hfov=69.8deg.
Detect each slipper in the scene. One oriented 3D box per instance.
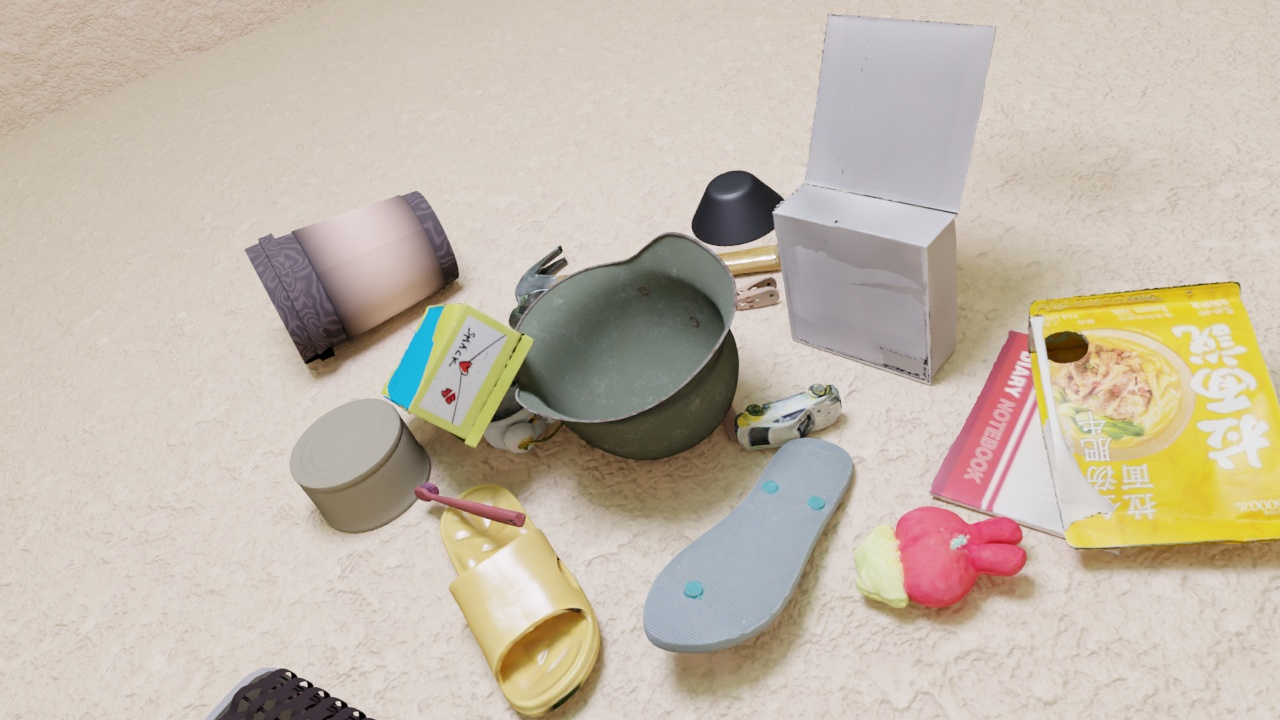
[{"bbox_3d":[-0.119,0.188,0.815,0.099,0.078,0.263,-30,39,-11],"label":"slipper"},{"bbox_3d":[0.105,0.163,0.778,0.098,0.055,0.267,19,43,34],"label":"slipper"}]

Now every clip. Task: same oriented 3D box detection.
[{"bbox_3d":[0.128,-0.069,1.034,0.061,0.025,0.045,-23,38,9],"label":"clip"}]

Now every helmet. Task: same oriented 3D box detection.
[{"bbox_3d":[-0.005,0.005,0.905,0.268,0.154,0.226,24,67,42],"label":"helmet"}]

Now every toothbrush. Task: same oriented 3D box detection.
[{"bbox_3d":[-0.163,0.135,0.867,0.016,0.016,0.190,-36,23,-34],"label":"toothbrush"}]

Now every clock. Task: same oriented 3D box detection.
[{"bbox_3d":[-0.131,0.056,0.980,0.118,0.057,0.083,21,55,38],"label":"clock"}]

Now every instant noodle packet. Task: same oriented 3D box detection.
[{"bbox_3d":[0.412,0.048,0.734,0.163,0.084,0.221,-5,50,18],"label":"instant noodle packet"}]

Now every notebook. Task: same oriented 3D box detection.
[{"bbox_3d":[0.363,0.061,0.799,0.153,0.012,0.208,16,54,33],"label":"notebook"}]

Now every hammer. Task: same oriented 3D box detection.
[{"bbox_3d":[0.005,-0.106,1.121,0.331,0.033,0.132,-6,42,16],"label":"hammer"}]

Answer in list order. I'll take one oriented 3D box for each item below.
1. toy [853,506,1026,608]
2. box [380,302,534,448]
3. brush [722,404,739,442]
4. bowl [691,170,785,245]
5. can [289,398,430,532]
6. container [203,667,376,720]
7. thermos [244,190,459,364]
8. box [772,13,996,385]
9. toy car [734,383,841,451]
[{"bbox_3d":[0.235,0.154,0.726,0.135,0.045,0.091,-16,38,13],"label":"toy"},{"bbox_3d":[-0.195,0.008,0.943,0.124,0.079,0.221,-64,19,-9],"label":"box"},{"bbox_3d":[0.079,0.035,0.945,0.050,0.015,0.135,-24,41,-2],"label":"brush"},{"bbox_3d":[0.119,-0.204,1.161,0.124,0.052,0.123,-12,41,11],"label":"bowl"},{"bbox_3d":[-0.298,0.110,0.978,0.128,0.073,0.127,-12,41,10],"label":"can"},{"bbox_3d":[-0.173,0.360,0.526,0.244,0.247,0.244,13,51,38],"label":"container"},{"bbox_3d":[-0.367,-0.117,1.194,0.225,0.173,0.173,-28,41,-18],"label":"thermos"},{"bbox_3d":[0.216,-0.186,0.840,0.166,0.419,0.108,22,39,38],"label":"box"},{"bbox_3d":[0.142,0.057,0.870,0.105,0.048,0.033,-19,45,3],"label":"toy car"}]
